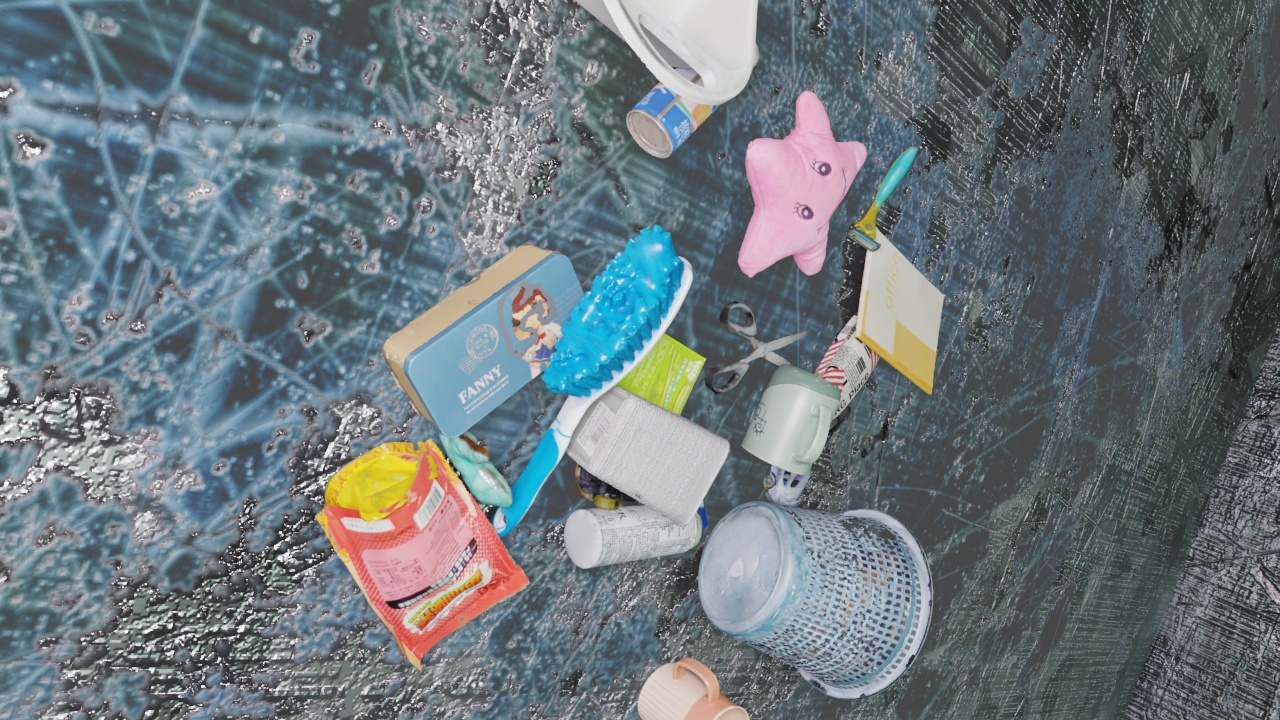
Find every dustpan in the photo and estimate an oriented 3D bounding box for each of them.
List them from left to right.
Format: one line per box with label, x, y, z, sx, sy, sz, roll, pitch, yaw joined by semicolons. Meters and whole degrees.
dustpan;0.033;-0.339;0.731;0.222;0.143;0.257;25;90;-44

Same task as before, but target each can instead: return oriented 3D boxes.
can;-0.006;0.176;0.943;0.146;0.058;0.058;1;105;-42
can;0.049;-0.248;0.837;0.134;0.053;0.053;-48;131;-18

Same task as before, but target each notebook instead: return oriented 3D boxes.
notebook;0.330;-0.059;1.157;0.206;0.010;0.145;30;66;-44

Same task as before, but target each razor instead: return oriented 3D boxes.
razor;0.291;-0.196;1.089;0.043;0.028;0.132;29;87;-12

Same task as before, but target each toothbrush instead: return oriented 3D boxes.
toothbrush;0.218;0.099;1.108;0.188;0.014;0.017;-42;118;-47

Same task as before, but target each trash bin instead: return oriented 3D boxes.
trash bin;0.184;0.256;1.053;0.195;0.227;0.226;24;89;-32

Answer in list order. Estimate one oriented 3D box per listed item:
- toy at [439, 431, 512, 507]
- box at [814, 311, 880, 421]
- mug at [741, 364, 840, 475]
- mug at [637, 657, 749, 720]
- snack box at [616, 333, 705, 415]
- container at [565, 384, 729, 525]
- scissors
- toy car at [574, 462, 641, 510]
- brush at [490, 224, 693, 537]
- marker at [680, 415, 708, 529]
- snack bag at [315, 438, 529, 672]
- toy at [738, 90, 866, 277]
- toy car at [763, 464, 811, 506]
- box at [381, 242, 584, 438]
toy;-0.140;0.091;0.784;0.030;0.097;0.092;-41;110;-23
box;0.249;0.004;1.119;0.164;0.055;0.070;-49;145;-24
mug;0.176;0.068;1.023;0.082;0.112;0.106;22;97;-21
mug;0.059;0.394;1.048;0.081;0.106;0.115;-17;116;-37
snack box;-0.005;0.005;0.902;0.156;0.026;0.085;28;86;-43
container;0.002;0.081;0.847;0.114;0.090;0.090;30;87;-26
scissors;0.133;-0.011;1.028;0.159;0.014;0.178;-48;132;-19
toy car;0.004;0.113;0.937;0.158;0.042;0.070;6;100;-36
brush;-0.055;0.030;0.790;0.314;0.060;0.109;-52;158;5
marker;0.056;0.124;1.007;0.016;0.017;0.146;-30;123;-30
snack bag;-0.183;0.166;0.784;0.128;0.073;0.208;-37;132;-20
toy;0.155;-0.173;0.945;0.178;0.075;0.194;24;90;-44
toy car;0.185;0.118;1.108;0.054;0.037;0.120;5;99;-42
box;-0.128;-0.017;0.762;0.183;0.060;0.090;-43;129;-25
